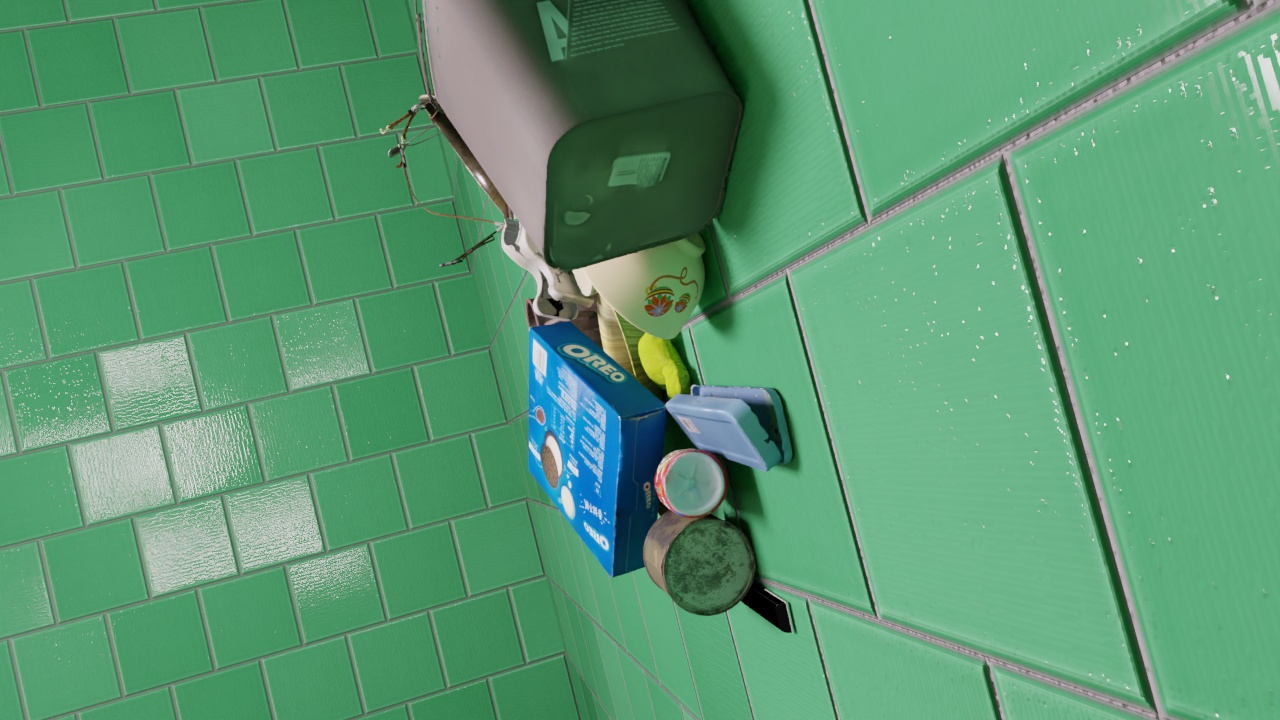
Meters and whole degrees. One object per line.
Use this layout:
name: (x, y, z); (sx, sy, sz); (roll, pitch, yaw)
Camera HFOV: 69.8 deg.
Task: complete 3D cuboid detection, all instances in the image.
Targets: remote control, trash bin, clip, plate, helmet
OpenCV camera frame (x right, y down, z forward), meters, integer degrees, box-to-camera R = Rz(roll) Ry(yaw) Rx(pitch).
remote control: (0.110, 0.223, 0.850); (0.124, 0.011, 0.028); (180, 77, -76)
trash bin: (-0.046, -0.210, 0.716); (0.198, 0.197, 0.220); (100, 147, -55)
clip: (-0.102, -0.117, 1.088); (0.089, 0.125, 0.150); (-23, 65, 48)
plate: (-0.006, 0.006, 1.041); (0.184, 0.036, 0.184); (165, 91, -80)
helmet: (-0.202, -0.258, 1.160); (0.192, 0.235, 0.225); (54, 156, -5)

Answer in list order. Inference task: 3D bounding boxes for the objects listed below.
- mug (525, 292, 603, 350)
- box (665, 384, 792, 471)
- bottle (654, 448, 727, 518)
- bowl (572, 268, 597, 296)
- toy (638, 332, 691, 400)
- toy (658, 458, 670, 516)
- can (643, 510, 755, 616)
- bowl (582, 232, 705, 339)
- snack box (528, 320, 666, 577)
mug: (-0.082, -0.048, 1.158); (0.123, 0.110, 0.096); (158, 93, -76)
box: (0.081, 0.053, 0.798); (0.067, 0.052, 0.210); (55, 170, -7)
bottle: (0.043, 0.113, 0.866); (0.137, 0.062, 0.062); (138, 118, -83)
bowl: (-0.041, -0.133, 1.003); (0.115, 0.062, 0.115); (166, 91, -76)
toy: (0.027, 0.009, 0.931); (0.093, 0.036, 0.094); (48, 155, 53)
toy: (0.043, 0.157, 1.010); (0.103, 0.070, 0.090); (30, 150, 41)
can: (0.054, 0.190, 0.877); (0.075, 0.089, 0.090); (179, 78, -76)
bowl: (0.014, -0.087, 0.788); (0.074, 0.118, 0.118); (-44, 48, 24)
snack box: (-0.057, 0.090, 1.012); (0.239, 0.056, 0.196); (40, 133, 51)
